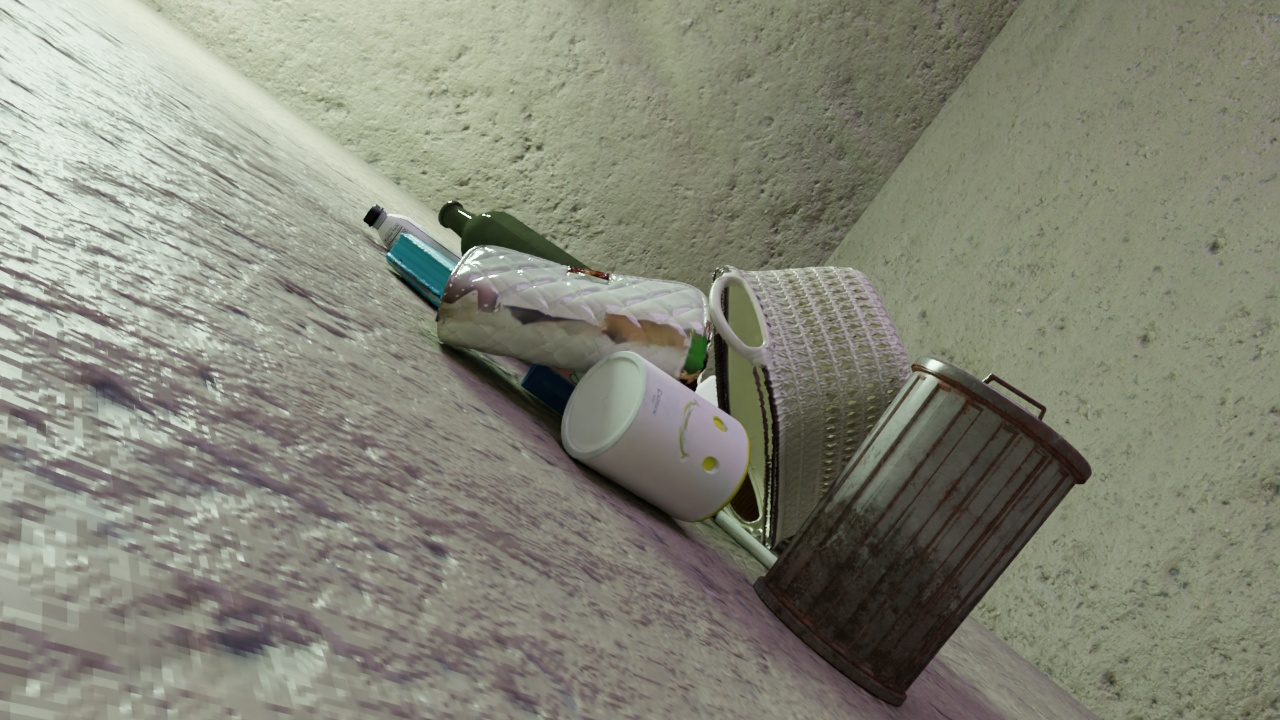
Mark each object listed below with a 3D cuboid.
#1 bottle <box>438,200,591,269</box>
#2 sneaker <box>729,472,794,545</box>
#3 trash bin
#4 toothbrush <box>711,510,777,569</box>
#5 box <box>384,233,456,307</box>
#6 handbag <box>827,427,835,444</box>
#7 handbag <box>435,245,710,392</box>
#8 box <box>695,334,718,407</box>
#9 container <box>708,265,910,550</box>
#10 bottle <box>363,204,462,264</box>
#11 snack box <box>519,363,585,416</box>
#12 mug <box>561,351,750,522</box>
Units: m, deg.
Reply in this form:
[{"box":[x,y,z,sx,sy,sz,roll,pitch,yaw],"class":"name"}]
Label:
[{"box":[-0.131,-0.104,0.930,0.207,0.071,0.071,36,1,29],"class":"bottle"},{"box":[0.181,0.157,0.935,0.294,0.121,0.127,41,16,20],"class":"sneaker"},{"box":[0.188,0.105,0.613,0.131,0.211,0.131,37,2,-2],"class":"trash bin"},{"box":[0.114,0.166,0.742,0.187,0.017,0.012,38,-14,36],"class":"toothbrush"},{"box":[-0.149,-0.048,0.903,0.094,0.039,0.226,37,0,32],"class":"box"},{"box":[0.191,0.141,1.037,0.111,0.081,0.119,45,42,1],"class":"handbag"},{"box":[-0.047,-0.035,0.690,0.195,0.072,0.138,11,16,-5],"class":"handbag"},{"box":[0.078,0.055,1.057,0.189,0.101,0.112,57,-28,33],"class":"box"},{"box":[0.132,0.035,0.780,0.252,0.143,0.184,83,-6,-47],"class":"container"},{"box":[-0.240,-0.123,0.976,0.116,0.041,0.041,36,2,-19],"class":"bottle"},{"box":[-0.042,0.005,0.790,0.088,0.033,0.153,37,23,-6],"class":"snack box"},{"box":[0.011,0.053,0.624,0.106,0.082,0.082,35,3,-34],"class":"mug"}]
